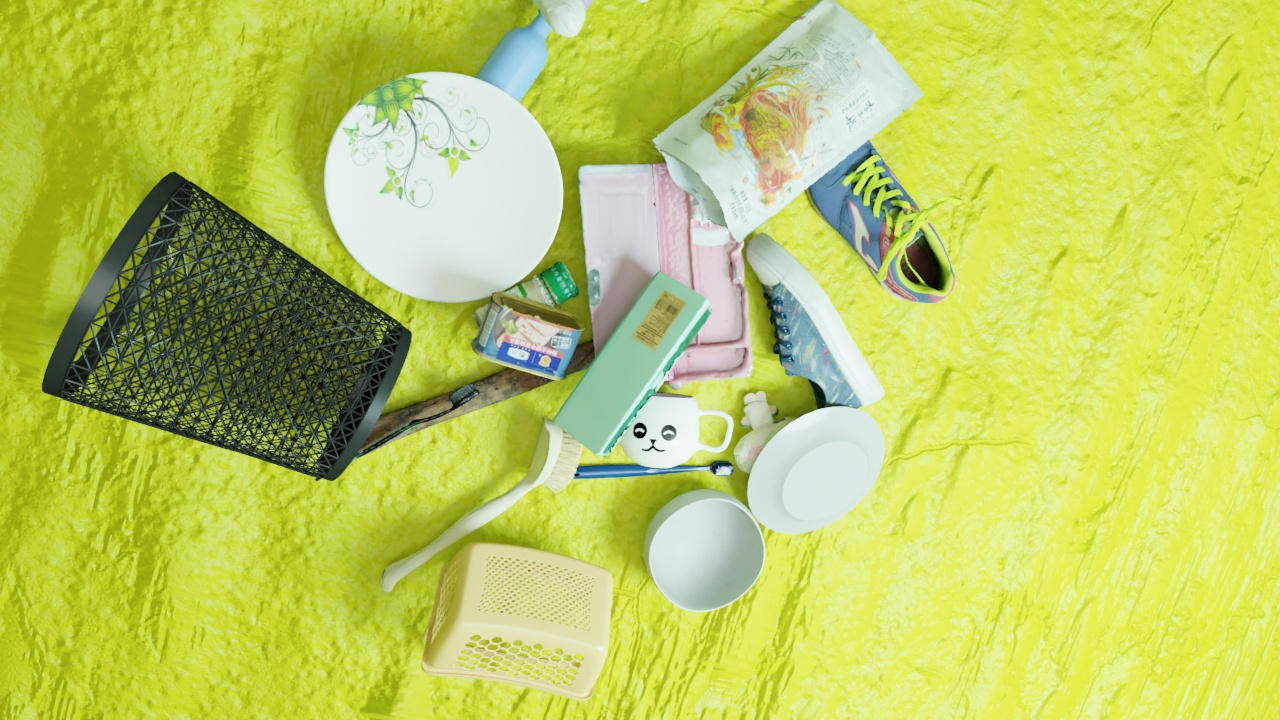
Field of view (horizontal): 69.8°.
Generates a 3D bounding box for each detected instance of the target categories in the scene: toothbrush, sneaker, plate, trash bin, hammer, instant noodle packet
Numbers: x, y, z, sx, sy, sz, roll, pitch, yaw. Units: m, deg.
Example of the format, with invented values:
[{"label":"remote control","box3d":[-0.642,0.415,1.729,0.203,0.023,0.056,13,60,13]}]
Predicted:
[{"label":"toothbrush","box3d":[0.013,0.124,1.024,0.190,0.017,0.016,0,100,-11]},{"label":"sneaker","box3d":[0.175,-0.028,0.994,0.079,0.087,0.235,-36,108,3]},{"label":"sneaker","box3d":[0.261,-0.166,0.976,0.116,0.091,0.242,-38,104,1]},{"label":"plate","box3d":[-0.192,-0.169,0.910,0.229,0.030,0.230,-2,116,-5]},{"label":"trash bin","box3d":[-0.358,-0.014,0.838,0.243,0.217,0.217,29,94,-21]},{"label":"plate","box3d":[0.203,0.131,1.029,0.172,0.019,0.173,-10,122,-17]},{"label":"hammer","box3d":[-0.151,0.020,0.969,0.330,0.033,0.120,-20,100,-6]},{"label":"toothbrush","box3d":[-0.250,0.074,0.939,0.188,0.014,0.017,-29,86,-4]},{"label":"instant noodle packet","box3d":[0.151,-0.249,0.925,0.268,0.057,0.147,-41,90,-14]}]

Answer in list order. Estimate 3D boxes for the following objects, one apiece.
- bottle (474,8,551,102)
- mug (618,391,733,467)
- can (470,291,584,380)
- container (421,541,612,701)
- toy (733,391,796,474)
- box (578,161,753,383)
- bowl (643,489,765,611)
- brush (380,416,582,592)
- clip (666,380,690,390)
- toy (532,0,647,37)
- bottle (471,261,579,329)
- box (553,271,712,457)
[{"label":"bottle","box3d":[-0.121,-0.294,0.901,0.048,0.048,0.131,35,93,-15]},{"label":"mug","box3d":[0.036,0.075,0.977,0.124,0.090,0.076,4,92,7]},{"label":"can","box3d":[-0.112,-0.025,0.914,0.099,0.054,0.059,16,107,-21]},{"label":"container","box3d":[-0.131,0.282,0.981,0.183,0.129,0.167,14,139,-13]},{"label":"toy","box3d":[0.145,0.093,1.030,0.087,0.050,0.112,-22,117,-7]},{"label":"box","box3d":[0.027,-0.091,0.957,0.180,0.055,0.233,-4,96,-11]},{"label":"bowl","box3d":[0.067,0.206,1.026,0.131,0.064,0.132,-2,101,-10]},{"label":"brush","box3d":[-0.171,0.161,0.983,0.272,0.062,0.077,-39,101,3]},{"label":"clip","box3d":[0.055,0.013,1.011,0.057,0.035,0.022,-25,108,1]},{"label":"toy","box3d":[-0.030,-0.399,0.866,0.209,0.086,0.137,-42,103,-15]},{"label":"bottle","box3d":[-0.119,-0.060,0.950,0.110,0.042,0.043,-30,105,-2]},{"label":"box","box3d":[-0.006,0.005,0.896,0.077,0.079,0.188,37,89,-10]}]
